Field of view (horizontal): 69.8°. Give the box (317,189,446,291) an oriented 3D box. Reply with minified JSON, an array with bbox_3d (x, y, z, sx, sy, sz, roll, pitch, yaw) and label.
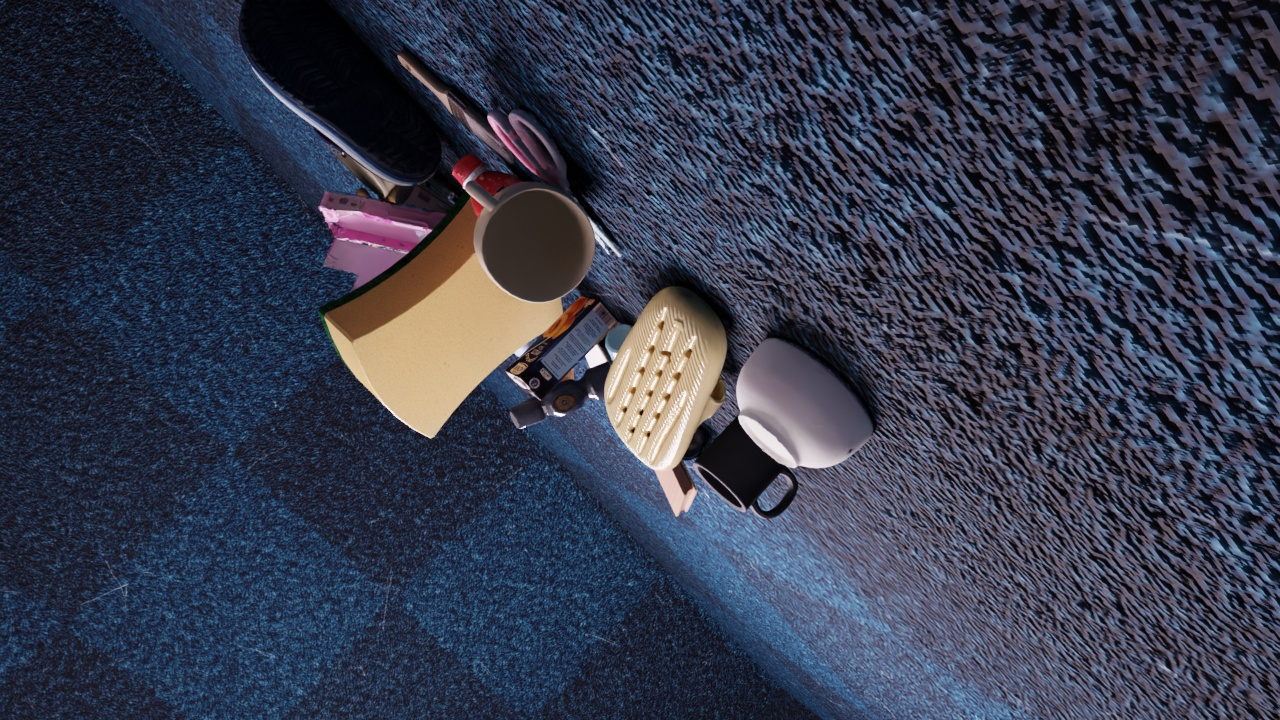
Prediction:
[{"bbox_3d":[-0.291,-0.130,1.145,0.230,0.105,0.086,12,156,3],"label":"box"}]

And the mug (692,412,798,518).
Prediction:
[{"bbox_3d":[0.116,0.113,0.930,0.105,0.077,0.071,48,168,-15],"label":"mug"}]

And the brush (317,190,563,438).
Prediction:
[{"bbox_3d":[-0.219,-0.053,1.057,0.075,0.249,0.195,36,161,34],"label":"brush"}]

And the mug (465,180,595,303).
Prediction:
[{"bbox_3d":[-0.104,-0.113,0.792,0.120,0.096,0.100,41,-179,-21],"label":"mug"}]

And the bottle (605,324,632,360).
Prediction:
[{"bbox_3d":[-0.006,0.006,1.061,0.040,0.040,0.130,38,166,29],"label":"bottle"}]

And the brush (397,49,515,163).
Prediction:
[{"bbox_3d":[-0.173,-0.240,0.856,0.151,0.012,0.039,43,168,11],"label":"brush"}]

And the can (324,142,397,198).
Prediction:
[{"bbox_3d":[-0.329,-0.270,1.113,0.128,0.073,0.128,42,168,11],"label":"can"}]

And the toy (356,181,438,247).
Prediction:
[{"bbox_3d":[-0.321,-0.207,1.241,0.134,0.108,0.106,37,138,32],"label":"toy"}]

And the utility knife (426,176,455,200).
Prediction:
[{"bbox_3d":[-0.283,-0.243,1.191,0.124,0.015,0.022,39,-175,27],"label":"utility knife"}]

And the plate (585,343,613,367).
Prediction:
[{"bbox_3d":[-0.031,0.040,1.206,0.208,0.015,0.209,61,170,17],"label":"plate"}]

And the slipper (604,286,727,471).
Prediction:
[{"bbox_3d":[0.034,0.010,0.877,0.111,0.079,0.262,44,149,15],"label":"slipper"}]

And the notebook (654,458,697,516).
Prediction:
[{"bbox_3d":[0.025,0.118,1.237,0.211,0.022,0.169,92,154,-74],"label":"notebook"}]

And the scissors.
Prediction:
[{"bbox_3d":[-0.063,-0.149,0.796,0.179,0.016,0.105,49,167,-20],"label":"scissors"}]

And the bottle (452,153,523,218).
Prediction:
[{"bbox_3d":[-0.126,-0.146,0.898,0.137,0.062,0.062,44,168,2],"label":"bottle"}]

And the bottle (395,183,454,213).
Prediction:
[{"bbox_3d":[-0.261,-0.191,1.197,0.116,0.041,0.041,32,178,-39],"label":"bottle"}]

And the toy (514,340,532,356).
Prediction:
[{"bbox_3d":[-0.204,-0.064,1.331,0.171,0.120,0.222,46,172,47],"label":"toy"}]

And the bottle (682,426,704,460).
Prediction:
[{"bbox_3d":[0.061,0.108,1.187,0.036,0.036,0.110,42,168,11],"label":"bottle"}]

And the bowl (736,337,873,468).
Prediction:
[{"bbox_3d":[0.120,0.042,0.723,0.113,0.063,0.113,42,168,10],"label":"bowl"}]

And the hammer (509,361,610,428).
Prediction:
[{"bbox_3d":[-0.102,0.014,1.198,0.321,0.129,0.040,-112,-1,-76],"label":"hammer"}]

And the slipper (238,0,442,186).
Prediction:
[{"bbox_3d":[-0.325,-0.282,0.984,0.253,0.105,0.095,45,161,-15],"label":"slipper"}]

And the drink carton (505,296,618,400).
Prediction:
[{"bbox_3d":[-0.092,-0.015,1.056,0.040,0.130,0.064,48,168,-20],"label":"drink carton"}]
